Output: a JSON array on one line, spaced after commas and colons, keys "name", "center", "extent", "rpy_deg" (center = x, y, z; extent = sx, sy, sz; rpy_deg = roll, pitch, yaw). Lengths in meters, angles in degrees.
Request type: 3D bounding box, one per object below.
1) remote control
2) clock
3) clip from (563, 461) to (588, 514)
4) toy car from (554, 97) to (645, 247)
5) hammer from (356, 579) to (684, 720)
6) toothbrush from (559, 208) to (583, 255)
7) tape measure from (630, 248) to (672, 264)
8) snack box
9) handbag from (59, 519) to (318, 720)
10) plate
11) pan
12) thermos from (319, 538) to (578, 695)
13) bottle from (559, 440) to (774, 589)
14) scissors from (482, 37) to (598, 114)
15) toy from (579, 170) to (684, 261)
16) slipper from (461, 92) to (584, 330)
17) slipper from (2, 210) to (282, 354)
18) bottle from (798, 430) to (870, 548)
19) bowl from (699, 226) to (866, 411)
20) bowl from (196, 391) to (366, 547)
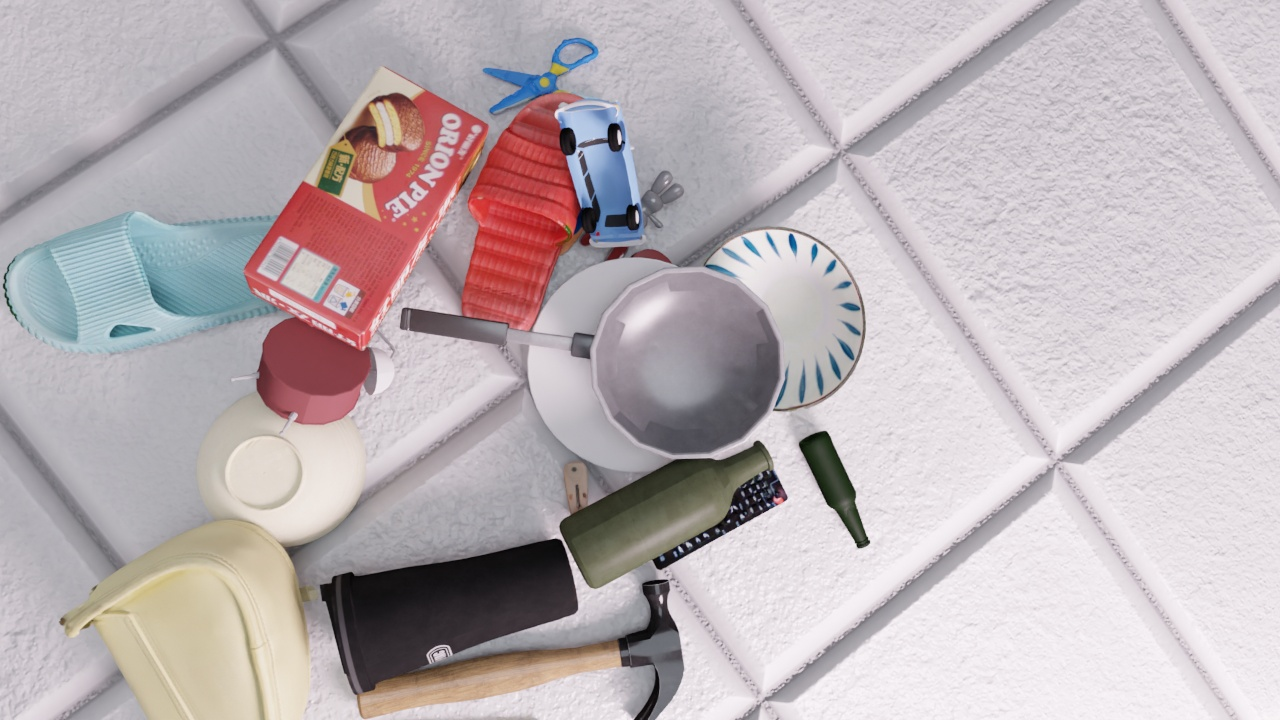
[{"name": "remote control", "center": [0.072, 0.152, 0.911], "extent": [0.150, 0.022, 0.047], "rpy_deg": [-26, 92, -10]}, {"name": "clock", "center": [-0.285, 0.005, 0.826], "extent": [0.096, 0.048, 0.137], "rpy_deg": [44, 42, 11]}, {"name": "clip", "center": [-0.061, 0.129, 0.894], "extent": [0.025, 0.049, 0.061], "rpy_deg": [-8, 50, -7]}, {"name": "toy car", "center": [-0.033, -0.171, 0.830], "extent": [0.056, 0.153, 0.054], "rpy_deg": [-2, 44, 13]}, {"name": "hammer", "center": [-0.112, 0.301, 0.876], "extent": [0.305, 0.040, 0.132], "rpy_deg": [-8, 87, -7]}, {"name": "toothbrush", "center": [-0.049, -0.161, 0.904], "extent": [0.021, 0.017, 0.135], "rpy_deg": [31, 89, -3]}, {"name": "tape measure", "center": [0.011, -0.081, 0.908], "extent": [0.059, 0.019, 0.051], "rpy_deg": [32, 82, -13]}, {"name": "snack box", "center": [-0.241, -0.139, 0.826], "extent": [0.113, 0.060, 0.236], "rpy_deg": [28, 71, -7]}, {"name": "handbag", "center": [-0.373, 0.260, 0.795], "extent": [0.191, 0.088, 0.233], "rpy_deg": [-14, 107, 7]}, {"name": "plate", "center": [-0.005, 0.005, 0.889], "extent": [0.209, 0.015, 0.208], "rpy_deg": [1, 98, 5]}, {"name": "pan", "center": [-0.045, -0.013, 0.853], "extent": [0.357, 0.041, 0.179], "rpy_deg": [9, 98, 1]}, {"name": "thermos", "center": [-0.171, 0.224, 0.839], "extent": [0.218, 0.106, 0.106], "rpy_deg": [-12, 90, -13]}, {"name": "bottle", "center": [0.029, 0.135, 0.861], "extent": [0.206, 0.071, 0.071], "rpy_deg": [-27, 92, -10]}, {"name": "scissors", "center": [-0.091, -0.263, 0.903], "extent": [0.130, 0.018, 0.110], "rpy_deg": [-29, 90, -7]}, {"name": "toy", "center": [-0.006, -0.140, 0.901], "extent": [0.112, 0.030, 0.049], "rpy_deg": [-42, 99, 4]}, {"name": "slipper", "center": [-0.110, -0.140, 0.866], "extent": [0.103, 0.059, 0.248], "rpy_deg": [19, 90, 2]}, {"name": "slipper", "center": [-0.428, -0.075, 0.823], "extent": [0.276, 0.069, 0.116], "rpy_deg": [-11, 93, -9]}, {"name": "bottle", "center": [0.199, 0.132, 0.923], "extent": [0.033, 0.033, 0.123], "rpy_deg": [-26, 93, -8]}, {"name": "bowl", "center": [0.138, -0.045, 0.884], "extent": [0.177, 0.070, 0.177], "rpy_deg": [9, 108, 27]}, {"name": "bowl", "center": [-0.330, 0.099, 0.828], "extent": [0.150, 0.075, 0.150], "rpy_deg": [0, 89, -8]}]
